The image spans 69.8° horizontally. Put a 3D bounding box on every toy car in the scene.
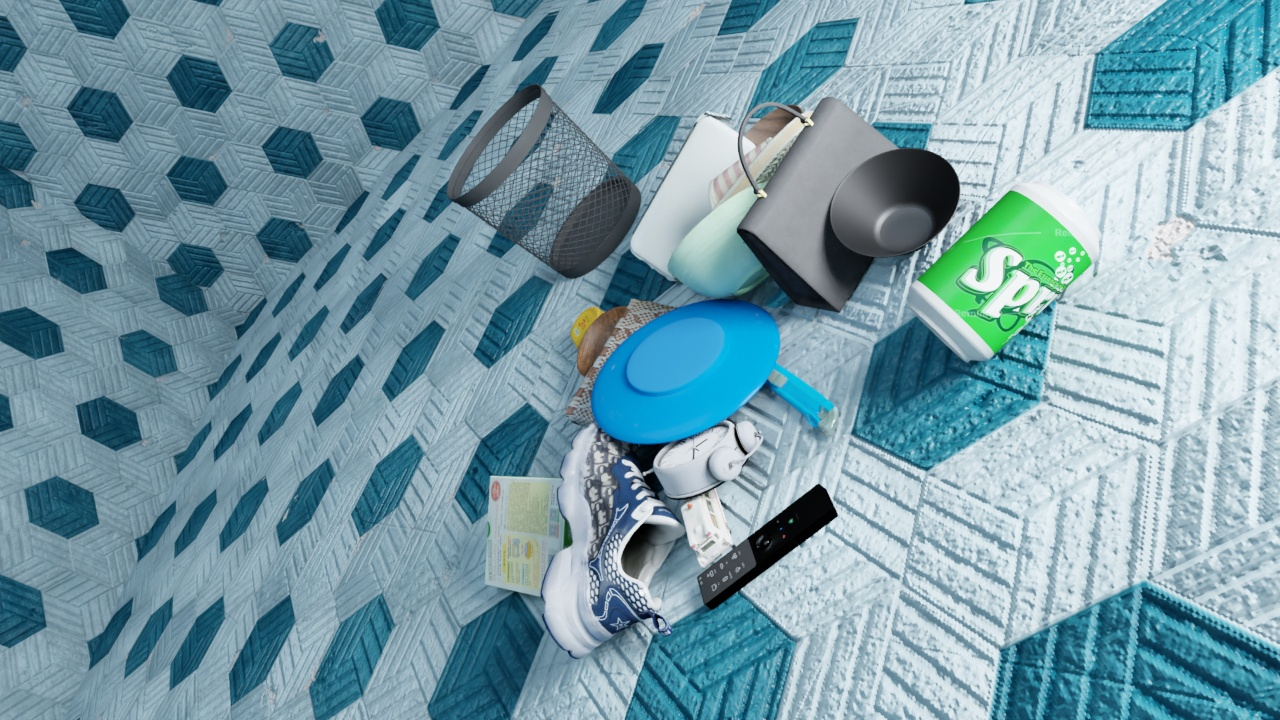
[{"bbox_3d":[0.058,0.147,0.889,0.039,0.039,0.113,-42,28,16],"label":"toy car"}]

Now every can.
[{"bbox_3d":[0.294,-0.071,0.747,0.140,0.088,0.087,-46,30,12],"label":"can"}]

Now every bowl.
[{"bbox_3d":[0.254,-0.141,0.900,0.124,0.052,0.123,-14,58,24],"label":"bowl"},{"bbox_3d":[0.172,-0.276,1.196,0.120,0.032,0.119,-35,34,28],"label":"bowl"},{"bbox_3d":[-0.034,-0.017,1.208,0.102,0.026,0.114,-2,59,37],"label":"bowl"},{"bbox_3d":[0.110,-0.123,1.043,0.150,0.077,0.151,-36,-12,-9],"label":"bowl"}]

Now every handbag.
[{"bbox_3d":[0.168,-0.179,0.931,0.175,0.195,0.072,-57,30,-7],"label":"handbag"},{"bbox_3d":[-0.007,0.007,1.113,0.124,0.047,0.185,13,67,46],"label":"handbag"}]

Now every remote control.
[{"bbox_3d":[0.111,0.167,0.822,0.150,0.013,0.034,-42,31,18],"label":"remote control"}]

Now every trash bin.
[{"bbox_3d":[-0.144,-0.271,1.439,0.218,0.227,0.217,-35,34,28],"label":"trash bin"}]

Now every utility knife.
[{"bbox_3d":[0.141,0.022,0.939,0.031,0.015,0.220,-47,28,0],"label":"utility knife"}]

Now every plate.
[{"bbox_3d":[0.042,0.000,1.003,0.225,0.024,0.223,-20,35,15],"label":"plate"}]

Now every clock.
[{"bbox_3d":[0.067,0.094,0.904,0.123,0.035,0.094,-18,17,42],"label":"clock"}]

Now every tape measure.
[{"bbox_3d":[-0.070,-0.045,1.291,0.059,0.030,0.068,-48,32,8],"label":"tape measure"}]

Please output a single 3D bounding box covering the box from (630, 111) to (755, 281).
[{"bbox_3d":[0.081,-0.215,1.213,0.128,0.105,0.211,-25,-30,-59],"label":"box"}]

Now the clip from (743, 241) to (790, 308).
[{"bbox_3d":[0.162,-0.103,0.998,0.033,0.122,0.120,16,103,56],"label":"clip"}]

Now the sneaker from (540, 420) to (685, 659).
[{"bbox_3d":[-0.012,0.165,0.938,0.133,0.103,0.268,-17,43,25],"label":"sneaker"}]

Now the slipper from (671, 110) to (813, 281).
[{"bbox_3d":[0.120,-0.199,1.103,0.052,0.114,0.264,51,120,15],"label":"slipper"}]

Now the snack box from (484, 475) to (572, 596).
[{"bbox_3d":[-0.126,0.200,1.058,0.168,0.027,0.132,-7,79,51],"label":"snack box"}]
